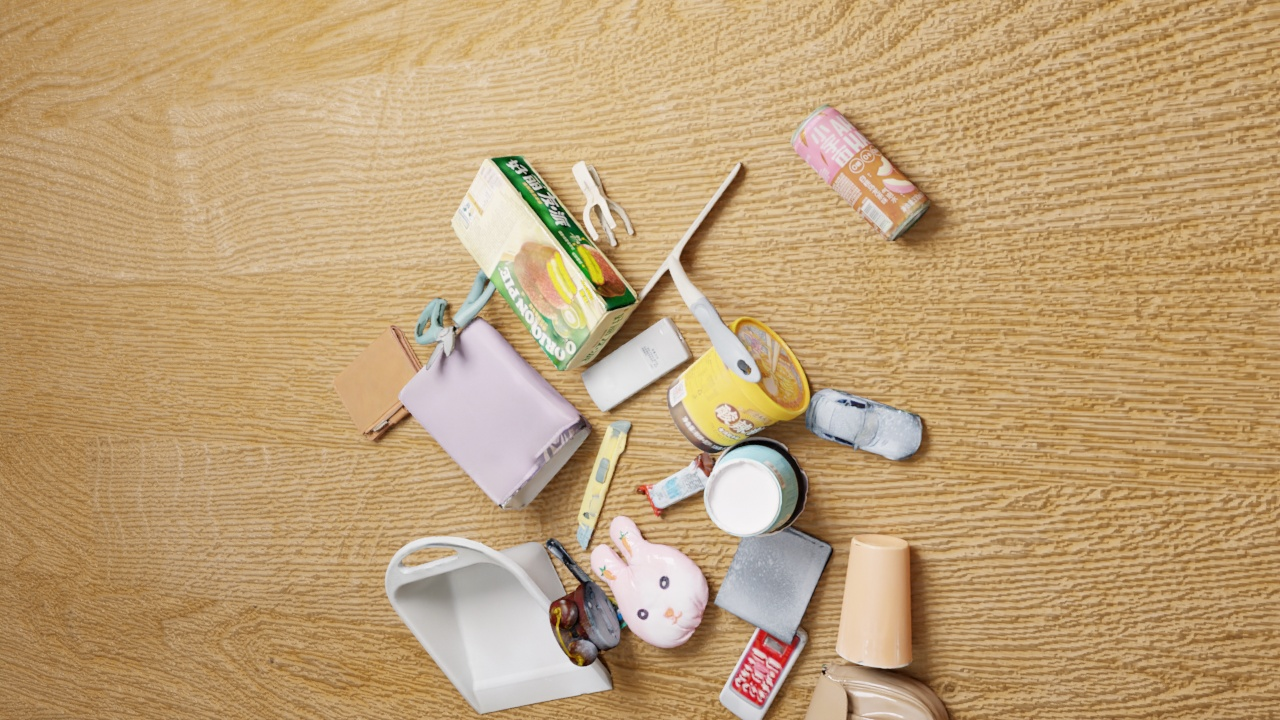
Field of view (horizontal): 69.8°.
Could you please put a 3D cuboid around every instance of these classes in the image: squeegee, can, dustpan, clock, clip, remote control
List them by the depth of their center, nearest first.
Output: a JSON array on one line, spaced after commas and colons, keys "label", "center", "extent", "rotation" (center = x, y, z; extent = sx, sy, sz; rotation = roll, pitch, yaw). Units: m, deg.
[{"label": "can", "center": [0.221, -0.189, 0.924], "extent": [0.147, 0.057, 0.058], "rotation": [48, 112, 12]}, {"label": "squeegee", "center": [0.062, -0.059, 0.945], "extent": [0.247, 0.039, 0.246], "rotation": [-52, 38, 21]}, {"label": "clip", "center": [-0.052, -0.179, 1.045], "extent": [0.035, 0.089, 0.104], "rotation": [-29, 95, 25]}, {"label": "remote control", "center": [0.140, 0.352, 1.049], "extent": [0.056, 0.020, 0.136], "rotation": [31, 108, 17]}, {"label": "clock", "center": [-0.068, 0.306, 1.061], "extent": [0.055, 0.121, 0.082], "rotation": [-28, 86, 12]}, {"label": "remote control", "center": [-0.006, 0.006, 1.073], "extent": [0.135, 0.019, 0.056], "rotation": [-34, 82, 24]}, {"label": "dustpan", "center": [-0.196, 0.328, 1.135], "extent": [0.223, 0.142, 0.257], "rotation": [-20, 86, 25]}]

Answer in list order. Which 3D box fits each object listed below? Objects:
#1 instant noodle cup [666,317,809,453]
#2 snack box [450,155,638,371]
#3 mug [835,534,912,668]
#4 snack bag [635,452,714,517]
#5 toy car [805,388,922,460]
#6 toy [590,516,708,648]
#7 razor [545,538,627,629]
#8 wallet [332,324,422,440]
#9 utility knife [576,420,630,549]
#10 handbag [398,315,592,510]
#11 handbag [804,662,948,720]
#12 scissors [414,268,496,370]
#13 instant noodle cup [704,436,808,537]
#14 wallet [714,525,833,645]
[{"label": "instant noodle cup", "center": [0.099, 0.032, 0.980], "extent": [0.115, 0.118, 0.118], "rotation": [-37, 81, 31]}, {"label": "snack box", "center": [-0.116, -0.115, 1.061], "extent": [0.240, 0.063, 0.115], "rotation": [51, 129, 15]}, {"label": "mug", "center": [0.248, 0.248, 0.960], "extent": [0.078, 0.078, 0.123], "rotation": [4, 93, 24]}, {"label": "snack bag", "center": [0.045, 0.146, 1.063], "extent": [0.105, 0.026, 0.045], "rotation": [-30, 84, 24]}, {"label": "toy car", "center": [0.234, 0.067, 0.963], "extent": [0.121, 0.036, 0.054], "rotation": [16, 103, 19]}, {"label": "toy", "center": [0.007, 0.261, 1.084], "extent": [0.159, 0.054, 0.121], "rotation": [38, 110, 24]}, {"label": "razor", "center": [-0.068, 0.275, 1.133], "extent": [0.043, 0.022, 0.142], "rotation": [-45, 80, 22]}, {"label": "wallet", "center": [-0.345, 0.032, 1.226], "extent": [0.132, 0.031, 0.108], "rotation": [-39, 77, 24]}, {"label": "utility knife", "center": [-0.048, 0.150, 1.116], "extent": [0.031, 0.019, 0.175], "rotation": [25, 111, 26]}, {"label": "handbag", "center": [-0.173, 0.064, 1.114], "extent": [0.197, 0.098, 0.145], "rotation": [44, 96, 15]}, {"label": "handbag", "center": [0.234, 0.430, 0.972], "extent": [0.148, 0.099, 0.204], "rotation": [20, 101, 25]}, {"label": "scissors", "center": [-0.217, -0.061, 1.112], "extent": [0.177, 0.174, 0.019], "rotation": [-41, 119, 4]}, {"label": "instant noodle cup", "center": [0.115, 0.139, 0.968], "extent": [0.111, 0.120, 0.111], "rotation": [0, 89, 16]}, {"label": "wallet", "center": [0.148, 0.240, 1.023], "extent": [0.097, 0.019, 0.121], "rotation": [24, 93, 19]}]
